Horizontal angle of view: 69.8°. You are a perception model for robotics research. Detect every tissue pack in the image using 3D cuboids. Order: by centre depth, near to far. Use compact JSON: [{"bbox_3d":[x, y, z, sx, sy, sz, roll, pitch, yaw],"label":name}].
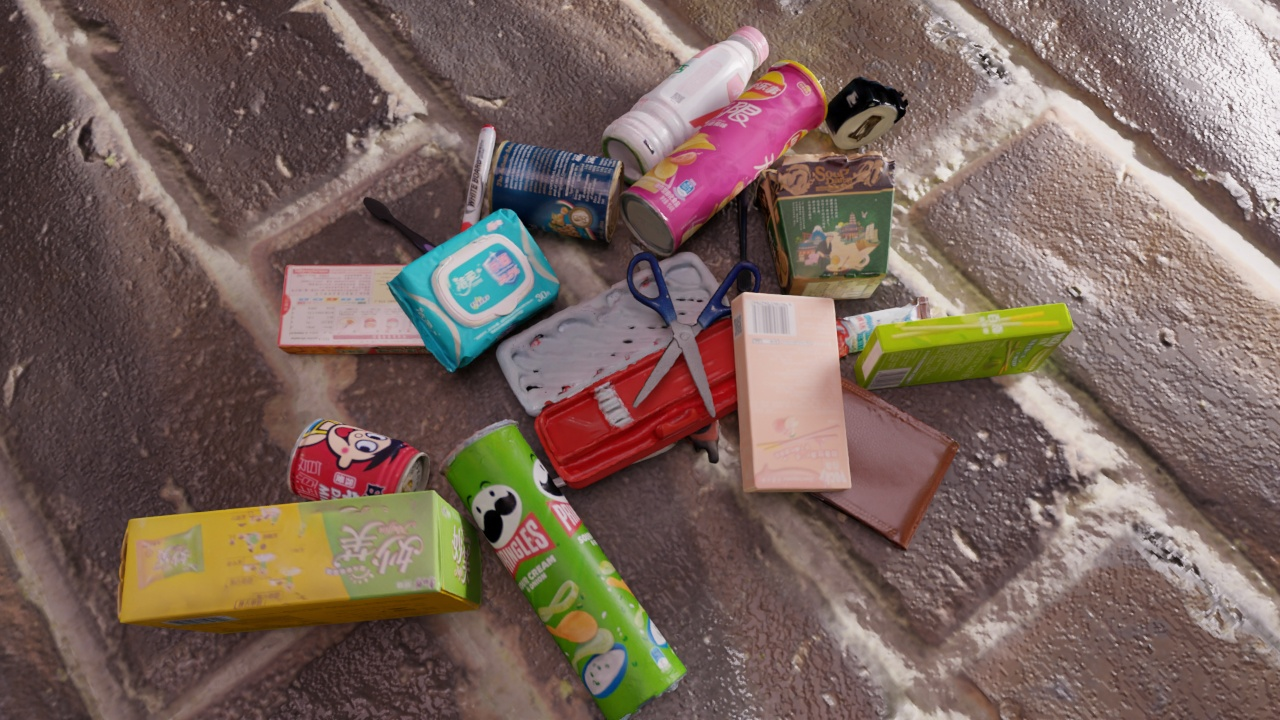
[{"bbox_3d":[-0.140,-0.059,0.780,0.133,0.050,0.093,-39,95,-27],"label":"tissue pack"}]

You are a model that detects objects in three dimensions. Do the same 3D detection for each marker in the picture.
[{"bbox_3d":[-0.155,-0.160,0.868,0.017,0.017,0.145,5,68,3],"label":"marker"}]

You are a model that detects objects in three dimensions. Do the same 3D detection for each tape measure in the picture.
[{"bbox_3d":[0.207,-0.230,0.863,0.065,0.066,0.033,-1,61,-38],"label":"tape measure"}]

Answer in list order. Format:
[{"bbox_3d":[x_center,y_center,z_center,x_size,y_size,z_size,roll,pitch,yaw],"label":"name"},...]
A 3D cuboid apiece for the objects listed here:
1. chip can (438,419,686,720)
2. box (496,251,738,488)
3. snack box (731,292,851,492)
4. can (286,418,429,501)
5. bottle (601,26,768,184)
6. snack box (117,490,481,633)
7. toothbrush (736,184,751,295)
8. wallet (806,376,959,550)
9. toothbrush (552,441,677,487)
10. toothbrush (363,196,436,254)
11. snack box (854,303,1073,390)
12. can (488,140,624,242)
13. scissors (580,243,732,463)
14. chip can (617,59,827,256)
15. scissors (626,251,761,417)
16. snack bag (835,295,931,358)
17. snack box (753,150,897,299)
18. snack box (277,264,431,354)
[{"bbox_3d":[-0.059,0.158,0.693,0.072,0.072,0.236,-34,77,-12],"label":"chip can"},{"bbox_3d":[-0.005,0.004,0.772,0.201,0.039,0.158,-27,56,-9],"label":"box"},{"bbox_3d":[0.118,0.026,0.727,0.084,0.026,0.157,3,76,-18],"label":"snack box"},{"bbox_3d":[-0.225,0.090,0.737,0.094,0.067,0.066,16,68,7],"label":"can"},{"bbox_3d":[0.049,-0.249,0.876,0.068,0.068,0.196,39,70,15],"label":"bottle"},{"bbox_3d":[-0.232,0.150,0.663,0.210,0.158,0.070,-6,71,-2],"label":"snack box"},{"bbox_3d":[0.095,-0.139,0.857,0.016,0.018,0.180,-1,65,6],"label":"toothbrush"},{"bbox_3d":[0.185,0.082,0.754,0.124,0.032,0.101,30,74,13],"label":"wallet"},{"bbox_3d":[-0.053,0.094,0.760,0.180,0.016,0.016,-19,70,-7],"label":"toothbrush"},{"bbox_3d":[-0.186,-0.095,0.846,0.189,0.017,0.014,37,82,12],"label":"toothbrush"},{"bbox_3d":[0.264,-0.009,0.760,0.156,0.086,0.026,-7,66,-1],"label":"snack box"},{"bbox_3d":[-0.074,-0.153,0.831,0.111,0.075,0.075,11,68,5],"label":"can"},{"bbox_3d":[0.053,-0.018,0.805,0.189,0.015,0.225,-16,68,-5],"label":"scissors"},{"bbox_3d":[0.077,-0.184,0.830,0.071,0.071,0.210,41,70,16],"label":"chip can"},{"bbox_3d":[0.037,-0.032,0.759,0.162,0.012,0.174,-32,62,-16],"label":"scissors"},{"bbox_3d":[0.206,-0.028,0.801,0.104,0.026,0.048,-7,79,-2],"label":"snack bag"},{"bbox_3d":[0.162,-0.109,0.799,0.118,0.117,0.105,-2,79,3],"label":"snack box"},{"bbox_3d":[-0.236,-0.045,0.811,0.156,0.027,0.077,0,75,1],"label":"snack box"}]
